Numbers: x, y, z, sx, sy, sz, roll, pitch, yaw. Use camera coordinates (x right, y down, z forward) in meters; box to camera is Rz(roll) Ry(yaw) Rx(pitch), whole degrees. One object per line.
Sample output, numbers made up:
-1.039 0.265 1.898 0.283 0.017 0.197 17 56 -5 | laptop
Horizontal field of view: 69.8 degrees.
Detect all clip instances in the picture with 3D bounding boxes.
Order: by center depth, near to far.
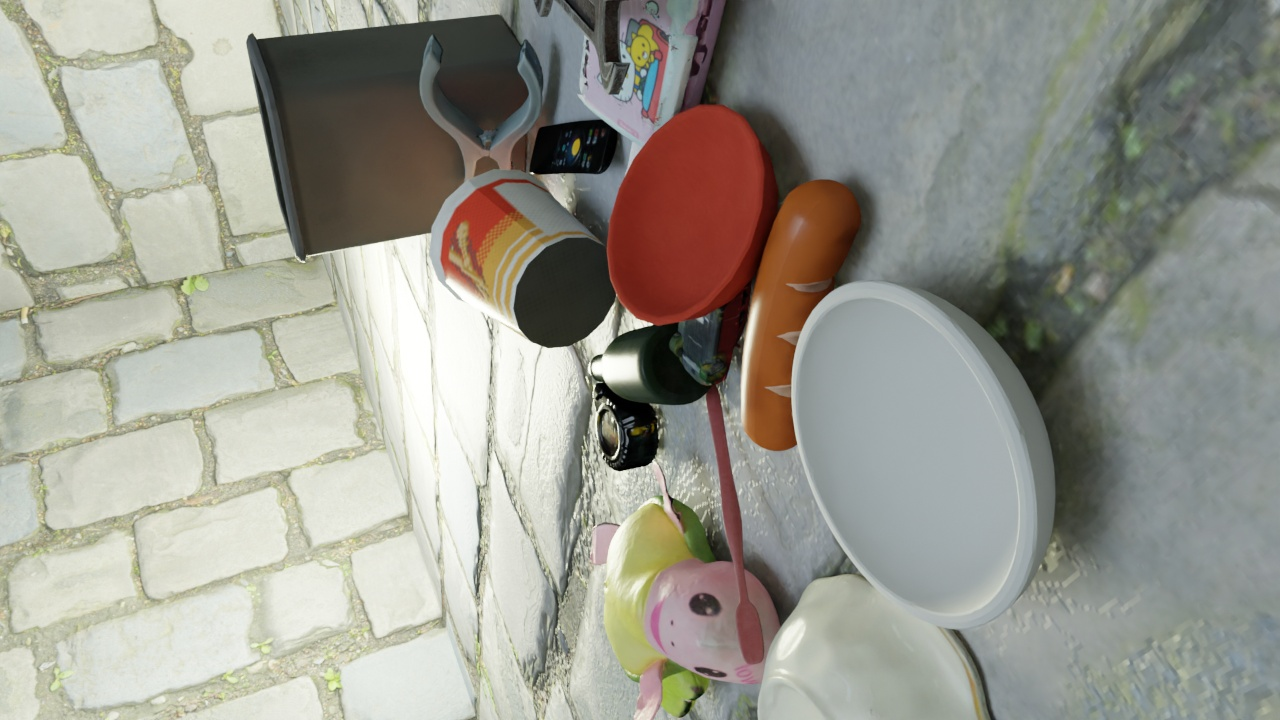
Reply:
-0.104 -0.204 0.780 0.172 0.143 0.029 81 -172 -58 | clip

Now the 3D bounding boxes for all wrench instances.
-0.040 -0.213 0.523 0.273 0.010 0.070 -114 25 -55 | wrench

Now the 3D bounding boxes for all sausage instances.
0.078 -0.019 0.474 0.044 0.039 0.165 30 136 26 | sausage

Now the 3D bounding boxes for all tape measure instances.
-0.010 0.057 0.743 0.067 0.038 0.063 40 131 51 | tape measure

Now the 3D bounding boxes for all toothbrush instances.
0.059 0.098 0.587 0.015 0.015 0.184 49 -149 -65 | toothbrush

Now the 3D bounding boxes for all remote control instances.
-0.055 -0.166 0.724 0.152 0.020 0.041 23 101 63 | remote control

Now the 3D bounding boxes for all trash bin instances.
-0.224 -0.205 0.843 0.097 0.219 0.192 60 154 34 | trash bin

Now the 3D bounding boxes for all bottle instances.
-0.004 0.004 0.671 0.174 0.055 0.055 175 80 -69 | bottle

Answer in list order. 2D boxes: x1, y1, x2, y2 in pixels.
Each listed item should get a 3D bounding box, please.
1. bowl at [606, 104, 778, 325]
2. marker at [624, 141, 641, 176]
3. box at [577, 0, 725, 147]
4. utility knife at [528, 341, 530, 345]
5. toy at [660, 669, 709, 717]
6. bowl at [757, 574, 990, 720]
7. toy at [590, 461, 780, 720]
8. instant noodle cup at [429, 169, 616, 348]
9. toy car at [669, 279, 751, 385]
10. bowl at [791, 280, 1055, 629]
0.033 -0.076 0.504 0.122 0.035 0.122 -18 66 46 | bowl
0.004 -0.152 0.595 0.017 0.020 0.134 48 148 24 | marker
0.006 -0.208 0.485 0.086 0.044 0.203 35 143 17 | box
-0.105 -0.064 0.926 0.159 0.015 0.031 107 146 -55 | utility knife
0.023 0.233 0.764 0.092 0.046 0.115 105 150 -50 | toy
0.118 0.218 0.505 0.188 0.060 0.220 -127 30 -45 | bowl
0.018 0.172 0.679 0.239 0.087 0.190 -8 74 64 | toy
-0.090 -0.078 0.750 0.121 0.123 0.124 39 139 45 | instant noodle cup
0.043 -0.027 0.554 0.042 0.036 0.091 45 137 43 | toy car
0.124 0.035 0.393 0.149 0.043 0.150 48 146 49 | bowl
